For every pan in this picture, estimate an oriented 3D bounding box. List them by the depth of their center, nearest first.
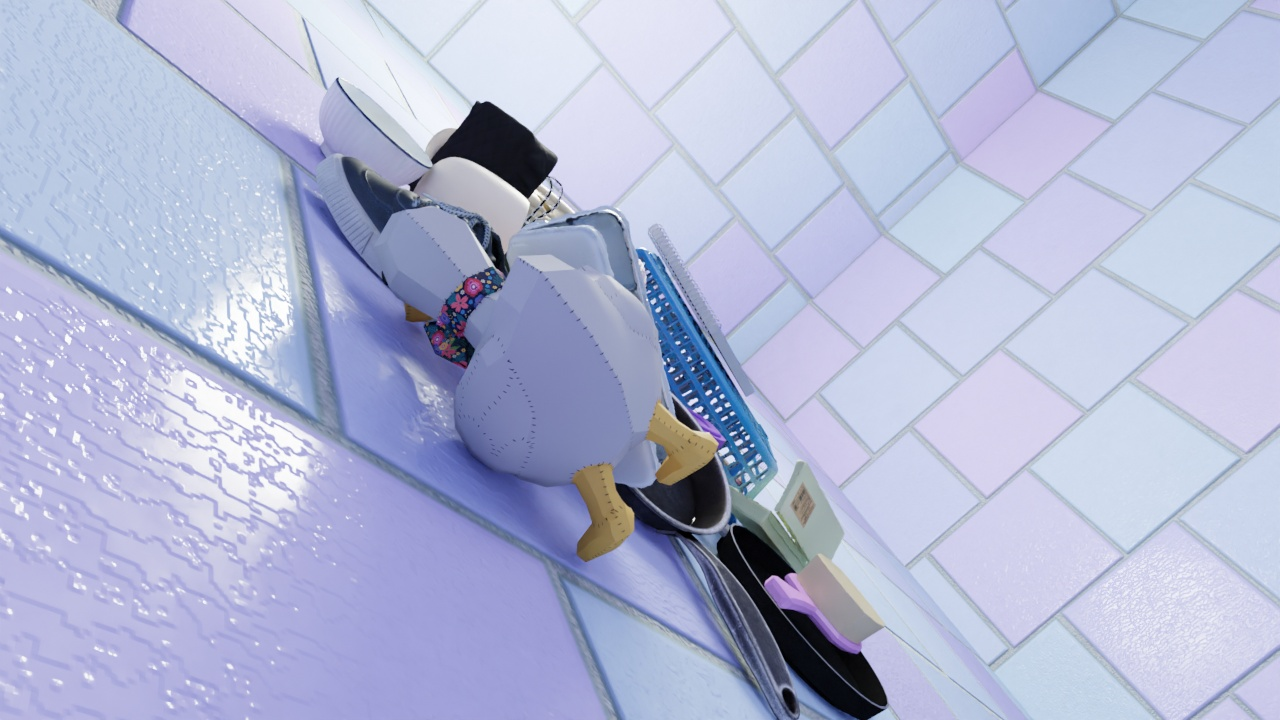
[{"bbox_3d":[0.042,0.142,0.783,0.187,0.055,0.356,23,36,-46],"label":"pan"},{"bbox_3d":[0.114,0.209,0.920,0.356,0.034,0.225,47,7,6],"label":"pan"}]

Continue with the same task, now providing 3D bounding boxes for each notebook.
[{"bbox_3d":[0.080,-0.070,1.233,0.171,0.022,0.209,54,7,-52],"label":"notebook"}]

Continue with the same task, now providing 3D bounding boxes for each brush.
[{"bbox_3d":[0.170,0.221,0.856,0.089,0.043,0.228,52,6,32],"label":"brush"}]

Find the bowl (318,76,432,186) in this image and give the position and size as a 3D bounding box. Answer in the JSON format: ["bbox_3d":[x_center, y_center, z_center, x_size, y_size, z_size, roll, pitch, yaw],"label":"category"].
[{"bbox_3d":[-0.266,-0.208,0.887,0.118,0.062,0.118,45,7,-8],"label":"bowl"}]

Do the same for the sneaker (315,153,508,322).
[{"bbox_3d":[-0.161,-0.090,0.746,0.235,0.087,0.089,47,8,-6],"label":"sneaker"}]

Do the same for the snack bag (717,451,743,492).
[{"bbox_3d":[0.097,0.129,1.337,0.155,0.018,0.074,47,7,3],"label":"snack bag"}]

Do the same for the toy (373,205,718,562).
[{"bbox_3d":[-0.072,-0.008,0.588,0.267,0.140,0.247,49,-19,2],"label":"toy"}]

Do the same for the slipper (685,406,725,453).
[{"bbox_3d":[-0.006,0.006,0.951,0.266,0.084,0.107,32,7,-26],"label":"slipper"}]

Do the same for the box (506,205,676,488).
[{"bbox_3d":[-0.033,-0.011,0.708,0.123,0.083,0.216,5,-64,40],"label":"box"}]

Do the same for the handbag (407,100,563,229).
[{"bbox_3d":[-0.178,-0.211,1.066,0.125,0.154,0.114,45,9,27],"label":"handbag"}]

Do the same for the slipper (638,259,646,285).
[{"bbox_3d":[-0.074,-0.052,0.845,0.240,0.094,0.064,4,-69,54],"label":"slipper"}]

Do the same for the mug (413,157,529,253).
[{"bbox_3d":[-0.189,-0.152,0.946,0.099,0.096,0.120,34,-26,-27],"label":"mug"}]

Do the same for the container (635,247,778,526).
[{"bbox_3d":[0.055,0.012,1.159,0.362,0.089,0.257,59,6,-2],"label":"container"}]

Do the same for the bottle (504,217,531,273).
[{"bbox_3d":[-0.114,-0.101,1.150,0.207,0.071,0.071,46,7,-5],"label":"bottle"}]

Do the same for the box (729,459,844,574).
[{"bbox_3d":[0.161,0.185,1.049,0.083,0.091,0.188,12,-29,34],"label":"box"}]

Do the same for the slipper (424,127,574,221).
[{"bbox_3d":[-0.187,-0.204,1.246,0.261,0.112,0.079,40,30,-18],"label":"slipper"}]
